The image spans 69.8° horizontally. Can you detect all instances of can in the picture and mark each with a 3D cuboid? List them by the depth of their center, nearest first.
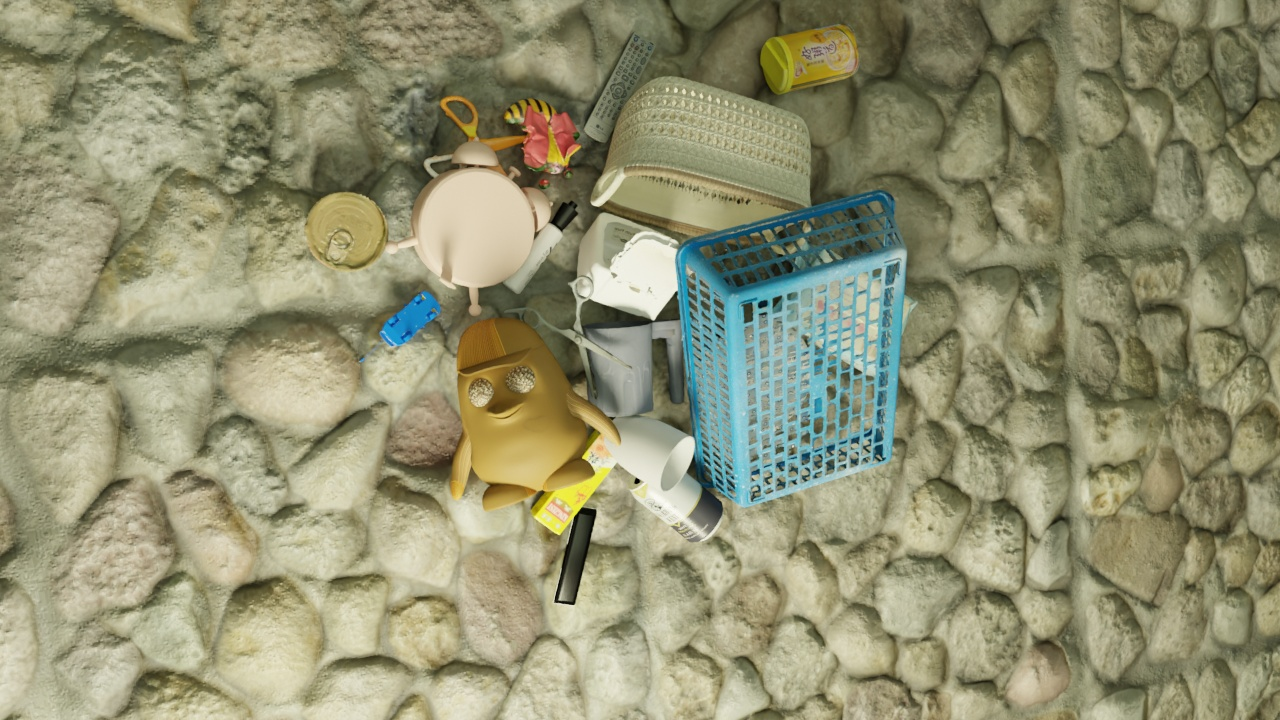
[{"bbox_3d":[-0.319,-0.139,0.999,0.086,0.043,0.086,-2,95,-17],"label":"can"},{"bbox_3d":[0.207,-0.370,1.123,0.105,0.068,0.067,-17,100,-15],"label":"can"},{"bbox_3d":[0.040,0.165,1.127,0.127,0.064,0.064,41,83,-16],"label":"can"}]

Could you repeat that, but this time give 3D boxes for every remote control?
[{"bbox_3d":[-0.025,-0.322,1.085,0.033,0.013,0.136,28,87,-17],"label":"remote control"},{"bbox_3d":[-0.079,0.241,1.125,0.028,0.012,0.124,13,92,-18],"label":"remote control"}]

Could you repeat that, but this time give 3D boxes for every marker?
[{"bbox_3d":[-0.114,-0.134,1.071,0.025,0.025,0.126,38,84,-17],"label":"marker"}]

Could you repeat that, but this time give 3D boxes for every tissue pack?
[{"bbox_3d":[0.255,-0.064,1.168,0.182,0.070,0.112,27,87,-15],"label":"tissue pack"}]

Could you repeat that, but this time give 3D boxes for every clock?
[{"bbox_3d":[-0.180,-0.149,1.014,0.131,0.086,0.160,39,74,-27],"label":"clock"}]

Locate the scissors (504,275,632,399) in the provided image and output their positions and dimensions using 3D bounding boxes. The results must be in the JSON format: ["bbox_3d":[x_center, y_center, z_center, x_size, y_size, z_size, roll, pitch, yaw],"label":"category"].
[{"bbox_3d":[-0.083,-0.031,1.046,0.174,0.014,0.142,13,111,23],"label":"scissors"}]

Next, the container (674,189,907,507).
[{"bbox_3d":[0.186,0.009,1.052,0.257,0.089,0.363,-16,128,-10],"label":"container"}]

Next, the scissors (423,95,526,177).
[{"bbox_3d":[-0.191,-0.238,1.044,0.127,0.011,0.125,-46,108,-10],"label":"scissors"}]

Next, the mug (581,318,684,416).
[{"bbox_3d":[-0.006,0.006,1.088,0.123,0.084,0.104,-6,98,-19],"label":"mug"}]

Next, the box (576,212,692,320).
[{"bbox_3d":[0.002,-0.120,1.027,0.108,0.137,0.125,17,50,-19],"label":"box"}]

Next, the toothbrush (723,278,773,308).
[{"bbox_3d":[0.098,-0.101,1.145,0.167,0.014,0.014,27,76,-17],"label":"toothbrush"}]

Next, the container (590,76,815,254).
[{"bbox_3d":[0.076,-0.217,1.045,0.246,0.185,0.142,12,82,-20],"label":"container"}]

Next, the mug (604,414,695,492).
[{"bbox_3d":[0.016,0.097,1.078,0.107,0.089,0.071,-19,130,-55],"label":"mug"}]

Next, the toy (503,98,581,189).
[{"bbox_3d":[-0.110,-0.254,1.049,0.084,0.046,0.103,-31,95,-24],"label":"toy"}]

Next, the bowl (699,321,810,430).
[{"bbox_3d":[0.138,0.017,1.148,0.149,0.043,0.150,-5,109,-16],"label":"bowl"}]

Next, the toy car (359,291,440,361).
[{"bbox_3d":[-0.275,-0.035,1.040,0.033,0.062,0.091,51,50,-14],"label":"toy car"}]

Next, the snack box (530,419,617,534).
[{"bbox_3d":[-0.070,0.139,1.109,0.040,0.029,0.148,41,83,-17],"label":"snack box"}]

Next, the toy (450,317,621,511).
[{"bbox_3d":[-0.138,0.049,1.020,0.198,0.162,0.203,-18,89,-1],"label":"toy"}]
